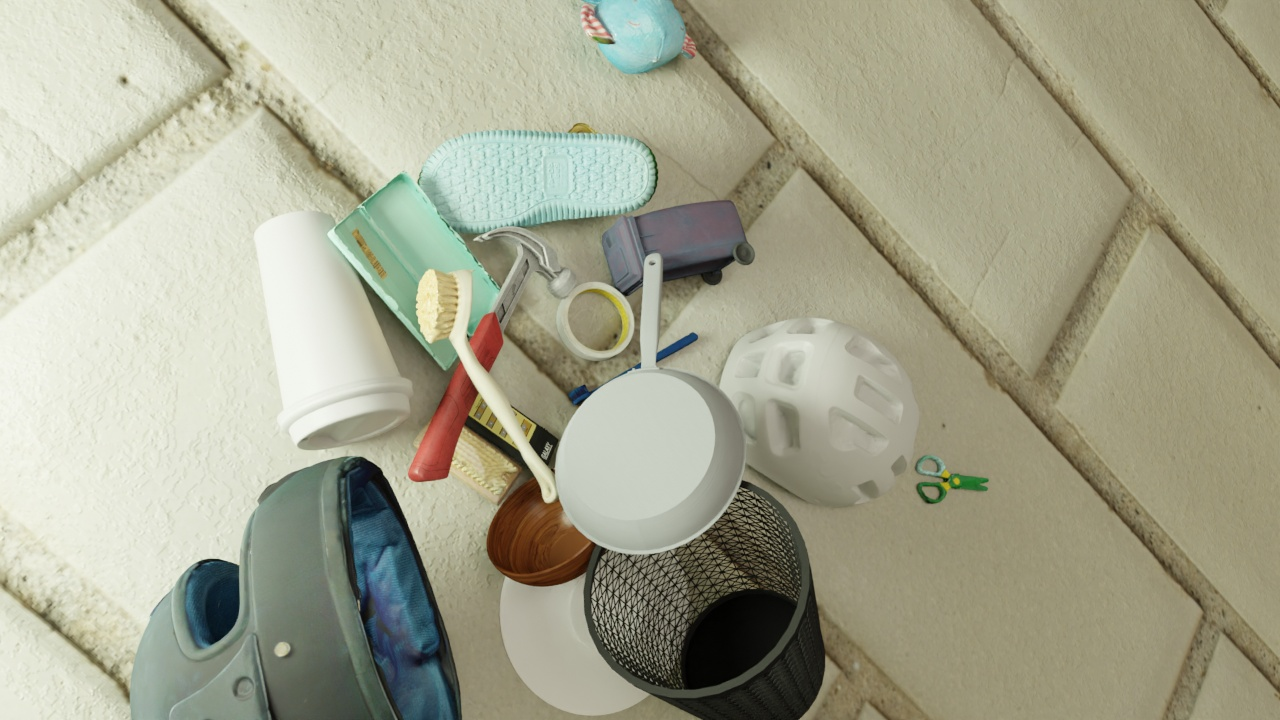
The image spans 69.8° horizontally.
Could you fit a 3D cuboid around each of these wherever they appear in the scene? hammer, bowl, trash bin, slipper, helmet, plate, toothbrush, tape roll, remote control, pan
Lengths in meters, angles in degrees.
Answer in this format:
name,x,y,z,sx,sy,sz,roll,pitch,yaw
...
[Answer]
name,x,y,z,sx,sy,sz,roll,pitch,yaw
hammer,-0.171,-0.010,0.983,0.126,0.036,0.314,42,55,-32
bowl,-0.083,0.188,0.976,0.147,0.147,0.069,-48,128,-26
trash bin,0.088,0.271,0.941,0.216,0.217,0.243,-60,145,-23
slipper,-0.117,-0.209,1.057,0.276,0.069,0.116,-5,109,-9
helmet,0.244,0.068,1.166,0.282,0.184,0.223,40,68,-34
plate,-0.042,0.276,1.022,0.229,0.030,0.229,6,76,-23
trash bin,0.042,-0.135,1.123,0.160,0.094,0.092,-14,84,-24
helmet,-0.306,0.263,0.788,0.236,0.249,0.316,-19,86,2
toothbrush,-0.007,0.006,1.109,0.189,0.016,0.017,-27,83,-27
tape roll,-0.054,-0.047,1.098,0.094,0.019,0.094,6,76,-24
remote control,-0.153,0.070,1.012,0.133,0.013,0.058,37,33,-13
pan,0.006,0.024,0.953,0.201,0.051,0.355,-8,61,16

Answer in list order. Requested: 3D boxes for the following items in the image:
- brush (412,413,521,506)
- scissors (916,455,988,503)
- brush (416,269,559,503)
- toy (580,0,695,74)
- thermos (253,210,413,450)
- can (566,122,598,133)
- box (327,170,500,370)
name,x,y,z,sx,sy,sz,roll,pitch,yaw
brush,-0.184,0.104,0.992,0.117,0.039,0.049,38,66,-10
scissors,0.436,0.162,1.280,0.130,0.014,0.071,0,78,-24
brush,-0.150,0.029,0.935,0.077,0.062,0.272,-30,102,-21
toy,-0.008,-0.455,1.172,0.183,0.115,0.180,-6,68,-36
thermos,-0.318,-0.033,0.922,0.131,0.132,0.221,-14,77,-27
can,-0.061,-0.236,1.117,0.100,0.059,0.053,39,65,-11
box,-0.237,-0.094,0.985,0.187,0.057,0.137,54,51,-19
